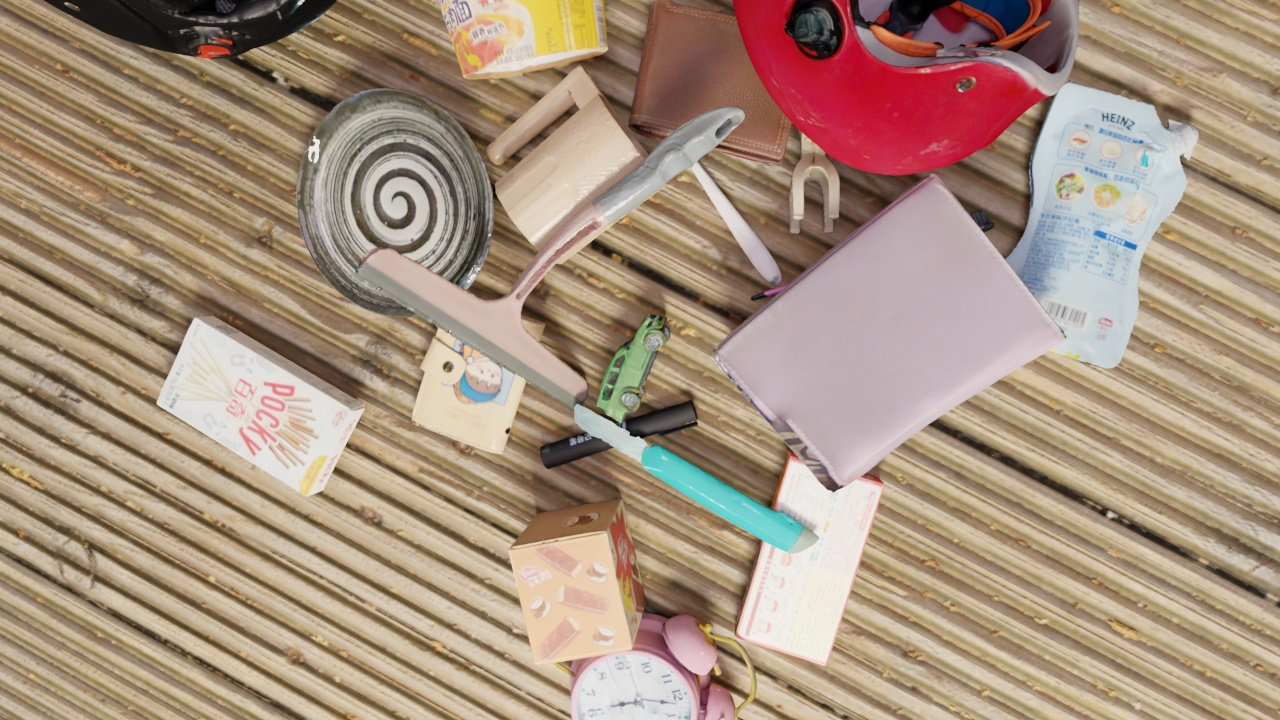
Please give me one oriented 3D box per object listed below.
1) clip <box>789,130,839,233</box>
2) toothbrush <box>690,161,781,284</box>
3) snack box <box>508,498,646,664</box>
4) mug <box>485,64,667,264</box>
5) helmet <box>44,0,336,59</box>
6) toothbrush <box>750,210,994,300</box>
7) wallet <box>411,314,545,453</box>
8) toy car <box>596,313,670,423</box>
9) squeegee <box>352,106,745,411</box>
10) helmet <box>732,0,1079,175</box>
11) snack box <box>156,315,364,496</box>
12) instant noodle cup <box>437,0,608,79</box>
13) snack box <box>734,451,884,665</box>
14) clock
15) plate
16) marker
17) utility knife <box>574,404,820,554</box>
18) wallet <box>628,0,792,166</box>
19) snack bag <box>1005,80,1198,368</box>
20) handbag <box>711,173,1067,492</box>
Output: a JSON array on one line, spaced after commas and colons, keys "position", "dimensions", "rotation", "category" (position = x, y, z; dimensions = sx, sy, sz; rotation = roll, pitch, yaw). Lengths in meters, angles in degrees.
[{"position": [0.128, -0.142, 0.675], "dimensions": [0.035, 0.092, 0.103], "rotation": [2, 108, 7], "category": "clip"}, {"position": [0.055, -0.133, 0.709], "dimensions": [0.016, 0.016, 0.180], "rotation": [-35, 92, 11], "category": "toothbrush"}, {"position": [-0.046, 0.171, 0.722], "dimensions": [0.077, 0.092, 0.094], "rotation": [-12, 95, 8], "category": "snack box"}, {"position": [-0.055, -0.150, 0.697], "dimensions": [0.104, 0.084, 0.124], "rotation": [-37, 67, 11], "category": "mug"}, {"position": [-0.307, -0.326, 0.628], "dimensions": [0.274, 0.230, 0.233], "rotation": [11, 91, -2], "category": "helmet"}, {"position": [0.175, -0.079, 0.703], "dimensions": [0.189, 0.014, 0.017], "rotation": [-17, 85, 10], "category": "toothbrush"}, {"position": [-0.136, 0.010, 0.750], "dimensions": [0.087, 0.024, 0.115], "rotation": [19, 100, 0], "category": "wallet"}, {"position": [-0.004, 0.004, 0.721], "dimensions": [0.036, 0.043, 0.091], "rotation": [27, 99, 4], "category": "toy car"}, {"position": [-0.029, -0.096, 0.645], "dimensions": [0.250, 0.247, 0.040], "rotation": [-41, 51, 9], "category": "squeegee"}, {"position": [0.150, -0.219, 0.608], "dimensions": [0.240, 0.206, 0.144], "rotation": [38, 140, 3], "category": "helmet"}, {"position": [-0.316, 0.036, 0.761], "dimensions": [0.157, 0.027, 0.085], "rotation": [30, 99, 6], "category": "snack box"}, {"position": [-0.086, -0.267, 0.658], "dimensions": [0.138, 0.137, 0.110], "rotation": [-9, 104, 8], "category": "instant noodle cup"}, {"position": [0.133, 0.157, 0.730], "dimensions": [0.077, 0.027, 0.156], "rotation": [16, 99, 5], "category": "snack box"}, {"position": [0.015, 0.265, 0.743], "dimensions": [0.158, 0.059, 0.117], "rotation": [-16, 95, 7], "category": "clock"}, {"position": [-0.193, -0.122, 0.729], "dimensions": [0.180, 0.024, 0.179], "rotation": [4, 102, 19], "category": "plate"}, {"position": [-0.018, 0.061, 0.742], "dimensions": [0.132, 0.020, 0.022], "rotation": [-18, 110, 8], "category": "marker"}, {"position": [0.040, 0.092, 0.720], "dimensions": [0.216, 0.013, 0.029], "rotation": [30, 103, 6], "category": "utility knife"}, {"position": [0.058, -0.208, 0.685], "dimensions": [0.124, 0.032, 0.101], "rotation": [12, 87, -1], "category": "wallet"}, {"position": [0.327, -0.097, 0.669], "dimensions": [0.110, 0.038, 0.191], "rotation": [17, 97, 10], "category": "snack bag"}, {"position": [0.174, -0.017, 0.658], "dimensions": [0.197, 0.098, 0.145], "rotation": [-39, 84, 18], "category": "handbag"}]
